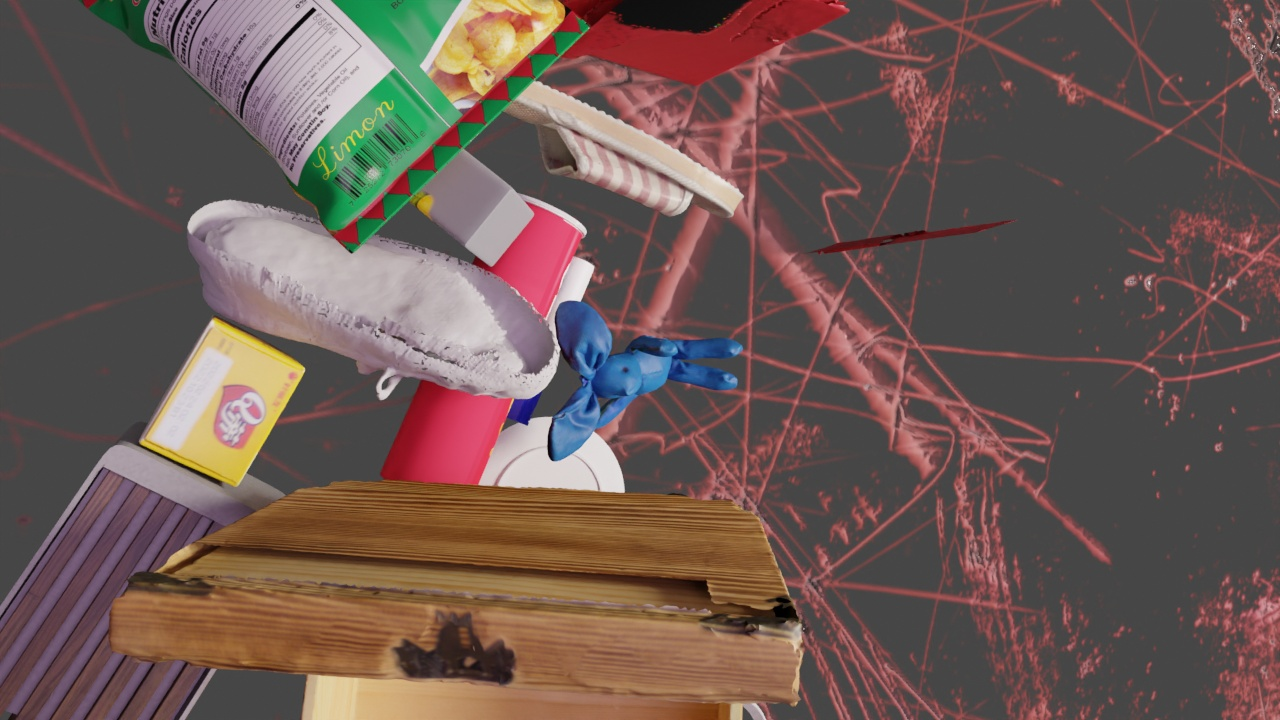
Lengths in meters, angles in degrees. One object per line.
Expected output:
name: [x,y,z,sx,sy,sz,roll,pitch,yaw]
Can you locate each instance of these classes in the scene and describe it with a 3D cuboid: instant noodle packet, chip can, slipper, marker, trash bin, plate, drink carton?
instant noodle packet: [-0.189,-0.212,0.555,0.253,0.090,0.195,42,80,10]
chip can: [-0.113,-0.007,0.664,0.069,0.069,0.220,25,84,-22]
slipper: [-0.049,-0.158,0.663,0.263,0.115,0.052,24,97,-16]
marker: [-0.072,-0.016,0.703,0.023,0.027,0.133,21,84,12]
trash bin: [-0.325,0.167,0.559,0.114,0.115,0.228,34,80,-21]
plate: [-0.073,0.112,0.719,0.134,0.011,0.134,-1,94,-23]
drink carton: [-0.139,-0.125,0.616,0.125,0.076,0.048,39,89,10]
slipper: [-0.173,-0.030,0.597,0.247,0.075,0.112,18,53,0]

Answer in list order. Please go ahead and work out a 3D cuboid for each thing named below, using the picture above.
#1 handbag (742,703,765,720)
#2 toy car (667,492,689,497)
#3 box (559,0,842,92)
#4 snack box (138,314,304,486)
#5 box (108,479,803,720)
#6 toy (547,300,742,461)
handbag: [-0.014,0.345,0.655,0.216,0.096,0.222,1,68,3]
toy car: [0.007,0.161,0.733,0.120,0.056,0.043,-47,110,-16]
box: [0.043,-0.295,0.635,0.164,0.214,0.153,9,90,-23]
snack box: [-0.264,0.022,0.581,0.061,0.106,0.083,31,81,-23]
box: [-0.073,0.176,0.498,0.279,0.335,0.286,3,78,3]
toy: [-0.004,0.004,0.706,0.176,0.071,0.113,-11,111,-33]
